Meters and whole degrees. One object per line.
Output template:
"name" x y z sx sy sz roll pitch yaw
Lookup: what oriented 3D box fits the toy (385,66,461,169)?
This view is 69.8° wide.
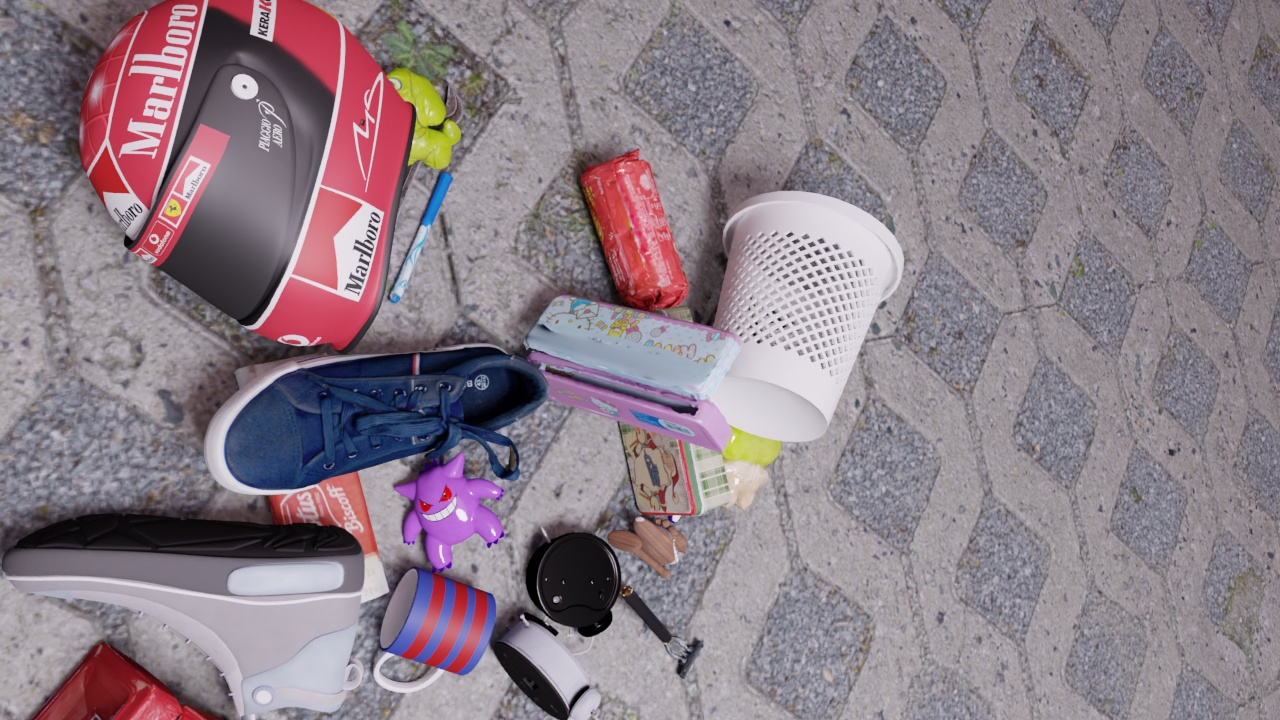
"toy" -0.216 -0.230 0.869 0.094 0.036 0.093 3 88 -29

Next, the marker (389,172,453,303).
"marker" -0.210 -0.118 0.881 0.013 0.013 0.141 26 71 -23

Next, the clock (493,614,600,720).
"clock" -0.081 0.290 0.839 0.122 0.095 0.035 46 59 3

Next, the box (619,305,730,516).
"box" 0.021 0.054 0.925 0.049 0.118 0.205 -10 89 -35

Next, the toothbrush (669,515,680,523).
"toothbrush" 0.067 0.090 1.000 0.015 0.016 0.186 30 69 -23

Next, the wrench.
"wrench" -0.238 -0.154 0.872 0.070 0.010 0.272 24 72 -24

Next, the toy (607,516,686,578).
"toy" 0.012 0.183 0.924 0.102 0.042 0.054 49 59 -47

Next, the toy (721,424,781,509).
"toy" 0.114 0.105 1.008 0.092 0.043 0.117 16 82 -37

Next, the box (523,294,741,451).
"box" -0.005 0.003 0.858 0.092 0.214 0.089 -64 145 -18

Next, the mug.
"mug" -0.187 0.246 0.811 0.076 0.075 0.112 27 97 -23

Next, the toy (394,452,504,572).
"toy" -0.174 0.134 0.838 0.106 0.056 0.088 -28 100 6

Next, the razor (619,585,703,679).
"razor" 0.018 0.269 0.928 0.042 0.022 0.144 -55 128 -25

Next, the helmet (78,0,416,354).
"helmet" -0.312 -0.160 0.721 0.224 0.198 0.270 18 69 -36

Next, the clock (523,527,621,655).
"clock" -0.068 0.224 0.889 0.091 0.043 0.120 6 80 -28

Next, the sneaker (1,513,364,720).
"sneaker" -0.347 0.205 0.708 0.256 0.093 0.160 3 98 -10

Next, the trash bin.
"trash bin" 0.154 -0.035 0.953 0.195 0.196 0.199 31 64 -21

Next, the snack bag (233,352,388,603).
"snack bag" -0.283 0.107 0.791 0.077 0.041 0.225 -14 88 -32

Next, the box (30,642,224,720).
"box" -0.367 0.329 0.673 0.157 0.152 0.165 -54 125 -25

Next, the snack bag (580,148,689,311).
"snack bag" -0.005 -0.130 0.956 0.082 0.082 0.176 -19 91 -30

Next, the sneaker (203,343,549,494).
"sneaker" -0.196 0.050 0.759 0.293 0.127 0.121 -15 104 -41
